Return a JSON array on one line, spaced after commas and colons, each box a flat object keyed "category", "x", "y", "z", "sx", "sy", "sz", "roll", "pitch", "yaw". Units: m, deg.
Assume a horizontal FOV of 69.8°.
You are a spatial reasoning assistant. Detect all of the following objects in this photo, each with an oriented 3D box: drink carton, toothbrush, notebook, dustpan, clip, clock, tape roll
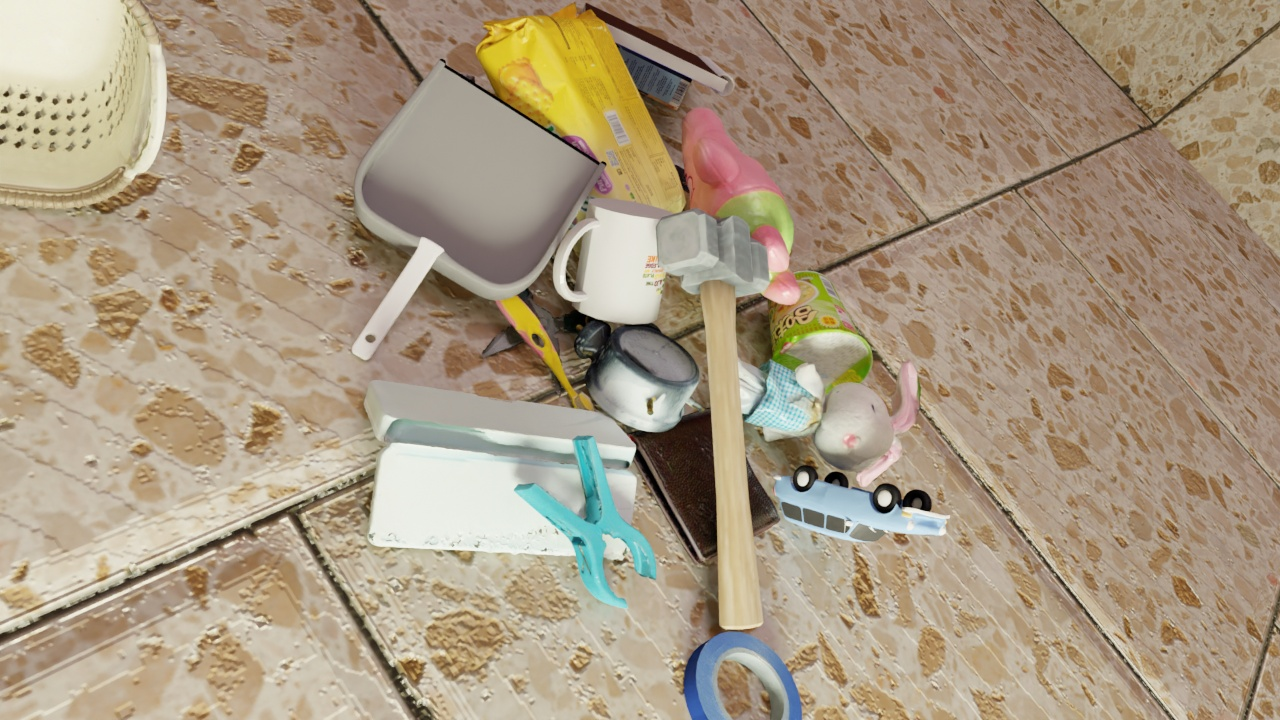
[{"category": "drink carton", "x": -0.012, "y": -0.335, "z": 1.044, "sx": 0.130, "sy": 0.040, "sz": 0.064, "roll": 18, "pitch": 21, "yaw": -25}, {"category": "toothbrush", "x": -0.079, "y": -0.009, "z": 0.747, "sx": 0.021, "sy": 0.016, "sz": 0.135, "roll": -36, "pitch": 90, "yaw": -31}, {"category": "notebook", "x": 0.014, "y": -0.354, "z": 1.034, "sx": 0.171, "sy": 0.022, "sz": 0.208, "roll": 22, "pitch": 21, "yaw": -12}, {"category": "dustpan", "x": -0.151, "y": -0.107, "z": 0.723, "sx": 0.163, "sy": 0.033, "sz": 0.257, "roll": 31, "pitch": 70, "yaw": -8}, {"category": "clip", "x": -0.022, "y": 0.111, "z": 0.658, "sx": 0.113, "sy": 0.028, "sz": 0.127, "roll": -28, "pitch": 102, "yaw": -30}, {"category": "clock", "x": -0.005, "y": 0.004, "z": 0.767, "sx": 0.090, "sy": 0.052, "sz": 0.129, "roll": -1, "pitch": 40, "yaw": -42}, {"category": "tape roll", "x": 0.075, "y": 0.246, "z": 0.669, "sx": 0.093, "sy": 0.016, "sz": 0.091, "roll": 12, "pitch": 50, "yaw": -30}]

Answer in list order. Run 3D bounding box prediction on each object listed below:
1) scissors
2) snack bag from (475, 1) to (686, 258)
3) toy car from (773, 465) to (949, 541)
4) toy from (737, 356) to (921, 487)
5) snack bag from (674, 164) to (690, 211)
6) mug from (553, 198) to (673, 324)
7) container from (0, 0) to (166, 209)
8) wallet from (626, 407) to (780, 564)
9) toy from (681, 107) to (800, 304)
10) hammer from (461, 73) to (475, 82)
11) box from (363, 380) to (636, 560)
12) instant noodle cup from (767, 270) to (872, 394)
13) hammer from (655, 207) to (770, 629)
[{"category": "scissors", "x": -0.086, "y": -0.069, "z": 0.800, "sx": 0.201, "sy": 0.015, "sz": 0.204, "roll": -31, "pitch": 85, "yaw": -47}, {"category": "snack bag", "x": -0.046, "y": -0.218, "z": 0.857, "sx": 0.159, "sy": 0.068, "sz": 0.247, "roll": -35, "pitch": 100, "yaw": -55}, {"category": "toy car", "x": 0.180, "y": 0.124, "z": 0.767, "sx": 0.056, "sy": 0.154, "sz": 0.054, "roll": 15, "pitch": 85, "yaw": -39}, {"category": "toy", "x": 0.164, "y": 0.044, "z": 0.819, "sx": 0.205, "sy": 0.131, "sz": 0.105, "roll": 19, "pitch": 10, "yaw": -11}, {"category": "snack bag", "x": 0.093, "y": -0.155, "z": 1.008, "sx": 0.155, "sy": 0.018, "sz": 0.074, "roll": 29, "pitch": 44, "yaw": -14}, {"category": "mug", "x": -0.026, "y": -0.083, "z": 0.763, "sx": 0.105, "sy": 0.090, "sz": 0.073, "roll": -5, "pitch": 24, "yaw": -40}, {"category": "container", "x": -0.423, "y": -0.202, "z": 0.545, "sx": 0.245, "sy": 0.185, "sz": 0.142, "roll": 7, "pitch": 43, "yaw": -35}, {"category": "wallet", "x": 0.053, "y": 0.100, "z": 0.764, "sx": 0.099, "sy": 0.031, "sz": 0.120, "roll": -15, "pitch": 68, "yaw": -39}, {"category": "toy", "x": 0.086, "y": -0.158, "z": 0.894, "sx": 0.097, "sy": 0.192, "sz": 0.236, "roll": -22, "pitch": 61, "yaw": 2}, {"category": "hammer", "x": -0.096, "y": -0.244, "z": 0.907, "sx": 0.098, "sy": 0.052, "sz": 0.327, "roll": 61, "pitch": 35, "yaw": -7}, {"category": "box", "x": -0.098, "y": 0.078, "z": 0.662, "sx": 0.197, "sy": 0.075, "sz": 0.125, "roll": 10, "pitch": 70, "yaw": -29}, {"category": "instant noodle cup", "x": 0.170, "y": -0.029, "z": 0.914, "sx": 0.099, "sy": 0.099, "sz": 0.107, "roll": 21, "pitch": 39, "yaw": -23}, {"category": "hammer", "x": 0.068, "y": 0.044, "z": 0.724, "sx": 0.117, "sy": 0.051, "sz": 0.322, "roll": 13, "pitch": 70, "yaw": -56}]
